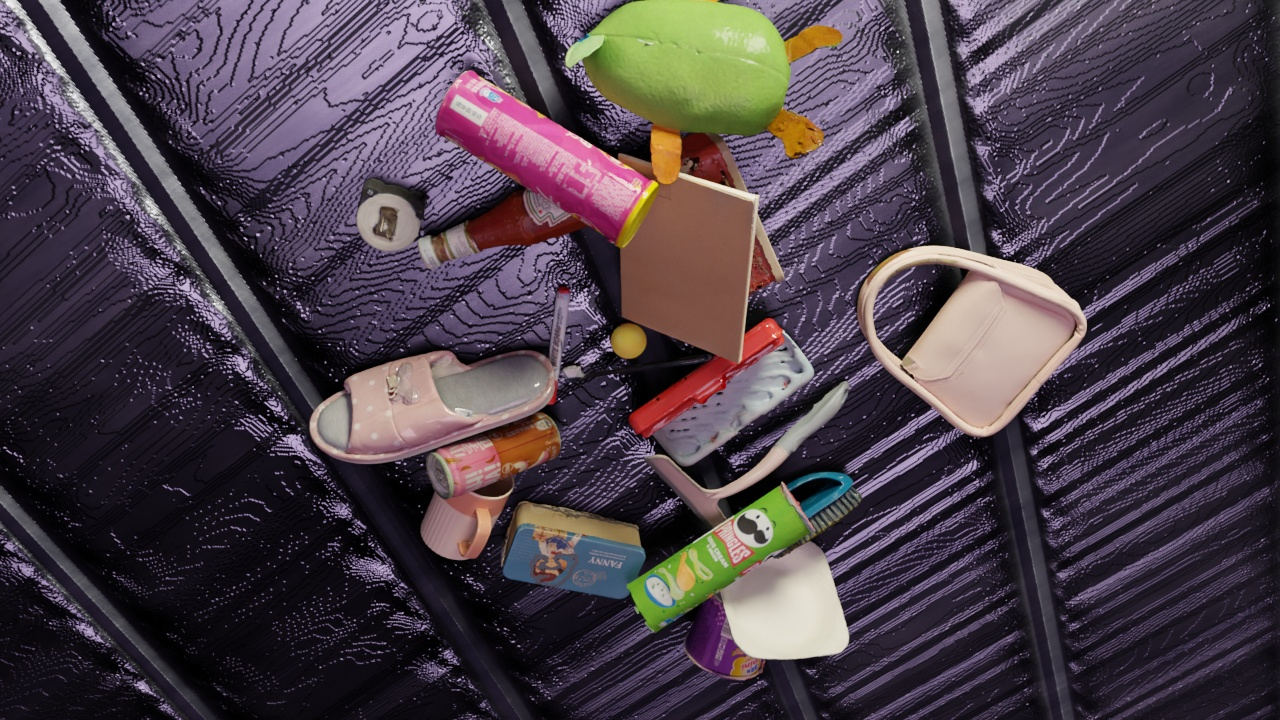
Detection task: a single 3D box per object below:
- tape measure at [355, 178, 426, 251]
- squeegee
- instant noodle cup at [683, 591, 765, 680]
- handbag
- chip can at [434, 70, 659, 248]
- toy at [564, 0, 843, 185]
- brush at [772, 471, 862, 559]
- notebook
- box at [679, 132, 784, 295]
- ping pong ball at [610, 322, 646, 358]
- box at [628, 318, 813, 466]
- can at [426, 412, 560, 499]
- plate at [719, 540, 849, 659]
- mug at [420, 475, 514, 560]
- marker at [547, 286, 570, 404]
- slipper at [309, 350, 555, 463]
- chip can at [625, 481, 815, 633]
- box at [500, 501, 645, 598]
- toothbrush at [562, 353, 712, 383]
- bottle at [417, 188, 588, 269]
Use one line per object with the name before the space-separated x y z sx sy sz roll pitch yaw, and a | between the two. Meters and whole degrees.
tape measure | -0.255 -0.146 0.936 0.065 0.033 0.066 13 116 -12
squeegee | 0.159 0.110 1.107 0.249 0.040 0.247 -38 137 2
instant noodle cup | 0.122 0.350 1.223 0.111 0.111 0.099 8 108 -12
handbag | 0.361 -0.039 1.056 0.234 0.093 0.194 26 113 -11
chip can | -0.088 -0.191 0.870 0.210 0.071 0.071 32 112 3
toy | 0.058 -0.271 0.854 0.247 0.090 0.226 14 81 6
brush | 0.207 0.189 1.170 0.144 0.055 0.073 -38 91 11
notebook | 0.042 -0.099 0.934 0.149 0.012 0.212 23 139 22
box | 0.077 -0.146 0.945 0.076 0.091 0.168 -27 118 4
ping pong ball | -0.013 -0.022 1.031 0.040 0.040 0.040 -3 119 -6
box | 0.097 0.043 1.055 0.201 0.118 0.098 -36 89 11
can | -0.164 0.106 1.036 0.147 0.058 0.058 -20 126 -34
plate | 0.174 0.306 1.171 0.164 0.163 0.034 4 140 -18
mug | -0.202 0.181 1.079 0.081 0.114 0.106 12 120 -30
marker | -0.095 -0.016 1.038 0.017 0.017 0.145 5 118 -10
slipper | -0.229 0.041 1.004 0.274 0.114 0.054 -12 144 -3
chip can | 0.096 0.242 1.123 0.236 0.072 0.072 -34 118 5
box | -0.080 0.241 1.158 0.184 0.060 0.090 14 117 -12
toothbrush | -0.006 0.006 1.028 0.181 0.015 0.018 -7 112 21
bottle | -0.127 -0.142 0.940 0.206 0.059 0.060 -19 119 4
